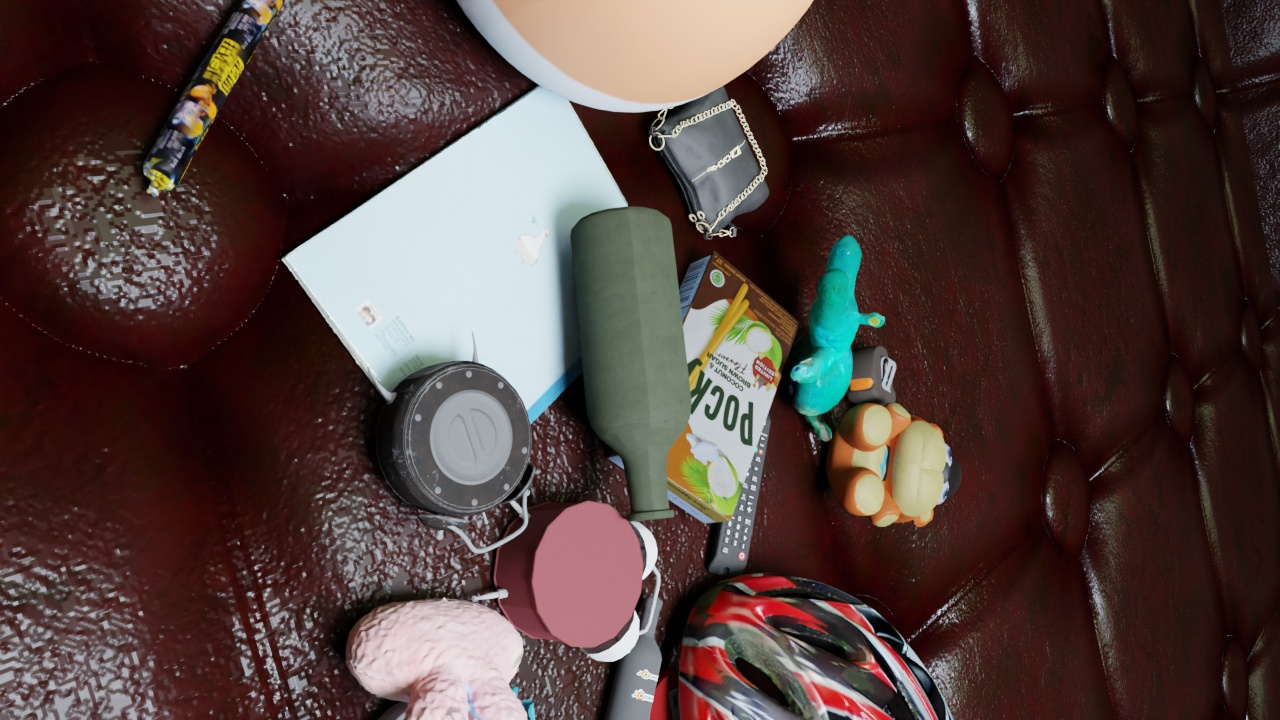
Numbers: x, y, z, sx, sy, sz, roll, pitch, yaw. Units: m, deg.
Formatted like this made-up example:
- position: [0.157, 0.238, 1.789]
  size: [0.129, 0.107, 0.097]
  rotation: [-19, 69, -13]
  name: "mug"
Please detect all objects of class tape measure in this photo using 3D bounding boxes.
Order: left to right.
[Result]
- position: [0.018, 0.254, 0.667]
  size: [0.058, 0.019, 0.051]
  rotation: [-8, 89, -44]
  name: "tape measure"
- position: [0.223, 0.015, 0.874]
  size: [0.058, 0.038, 0.058]
  rotation: [24, 63, -51]
  name: "tape measure"

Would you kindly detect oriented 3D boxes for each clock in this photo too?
- position: [-0.110, 0.052, 0.546]
  size: [0.091, 0.044, 0.123]
  rotation: [-23, 101, -41]
  name: "clock"
- position: [-0.039, 0.144, 0.609]
  size: [0.137, 0.048, 0.096]
  rotation: [31, 64, -36]
  name: "clock"

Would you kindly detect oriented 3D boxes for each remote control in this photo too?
- position: [-0.119, 0.251, 0.533]
  size: [0.060, 0.028, 0.114]
  rotation: [-25, 101, -42]
  name: "remote control"
- position: [0.080, 0.102, 0.749]
  size: [0.033, 0.015, 0.146]
  rotation: [25, 67, -32]
  name: "remote control"

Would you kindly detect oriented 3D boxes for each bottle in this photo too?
- position: [-0.004, 0.004, 0.621]
  size: [0.071, 0.072, 0.206]
  rotation: [4, 76, -43]
  name: "bottle"
- position: [-0.003, 0.222, 0.644]
  size: [0.030, 0.030, 0.112]
  rotation: [30, 64, -36]
  name: "bottle"

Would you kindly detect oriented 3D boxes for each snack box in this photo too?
- position: [0.054, 0.019, 0.715]
  size: [0.101, 0.032, 0.185]
  rotation: [36, 61, -23]
  name: "snack box"

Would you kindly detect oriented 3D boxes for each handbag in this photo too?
- position: [0.053, -0.160, 0.746]
  size: [0.079, 0.054, 0.128]
  rotation: [-41, 115, -27]
  name: "handbag"

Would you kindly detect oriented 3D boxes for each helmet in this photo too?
- position: [0.137, 0.280, 0.690]
  size: [0.272, 0.167, 0.216]
  rotation: [54, 40, -11]
  name: "helmet"

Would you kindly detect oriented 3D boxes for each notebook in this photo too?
- position: [-0.089, -0.059, 0.619]
  size: [0.252, 0.009, 0.181]
  rotation: [-47, 116, -37]
  name: "notebook"

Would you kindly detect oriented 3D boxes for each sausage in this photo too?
- position: [-0.229, -0.153, 0.496]
  size: [0.020, 0.020, 0.155]
  rotation: [34, 62, -34]
  name: "sausage"

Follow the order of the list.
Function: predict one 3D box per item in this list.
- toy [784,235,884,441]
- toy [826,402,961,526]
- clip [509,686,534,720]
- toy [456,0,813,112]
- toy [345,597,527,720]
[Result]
- position: [0.162, -0.013, 0.774]
  size: [0.194, 0.072, 0.130]
  rotation: [88, 23, -48]
  name: "toy"
- position: [0.235, 0.098, 0.849]
  size: [0.175, 0.096, 0.112]
  rotation: [16, 79, -55]
  name: "toy"
- position: [-0.092, 0.237, 0.514]
  size: [0.119, 0.027, 0.103]
  rotation: [-77, 149, -48]
  name: "clip"
- position: [0.007, -0.295, 0.562]
  size: [0.265, 0.281, 0.263]
  rotation: [-49, 118, -13]
  name: "toy"
- position: [-0.107, 0.175, 0.512]
  size: [0.108, 0.105, 0.053]
  rotation: [17, 107, -37]
  name: "toy"
